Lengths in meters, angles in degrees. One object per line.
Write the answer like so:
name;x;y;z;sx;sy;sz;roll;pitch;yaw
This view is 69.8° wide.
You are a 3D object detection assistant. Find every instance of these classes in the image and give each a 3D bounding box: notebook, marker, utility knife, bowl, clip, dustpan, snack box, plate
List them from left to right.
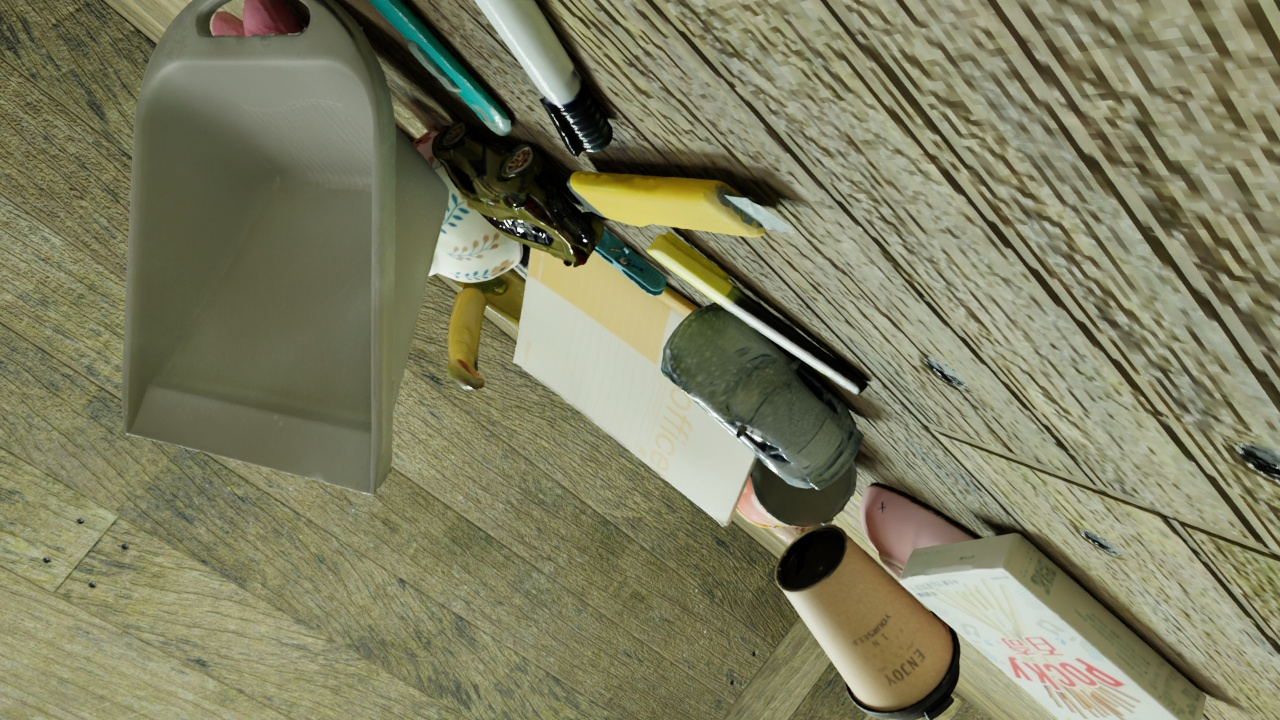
dustpan;-0.234;-0.081;0.548;0.223;0.257;0.142;8;159;25
utility knife;-0.112;-0.159;0.430;0.160;0.013;0.029;44;171;-39
bowl;-0.143;-0.100;0.658;0.113;0.062;0.114;42;158;21
marker;-0.042;-0.113;0.314;0.018;0.022;0.130;42;177;32
clip;-0.008;-0.059;0.548;0.057;0.014;0.046;38;172;1
notebook;-0.004;0.004;0.610;0.206;0.010;0.146;37;136;22
utility knife;0.011;-0.066;0.380;0.033;0.015;0.173;36;175;-29
marker;0.057;-0.022;0.441;0.124;0.015;0.018;35;175;3
plate;0.229;0.161;0.647;0.192;0.039;0.192;38;174;4
snack box;0.234;0.160;0.528;0.157;0.026;0.085;41;150;-9

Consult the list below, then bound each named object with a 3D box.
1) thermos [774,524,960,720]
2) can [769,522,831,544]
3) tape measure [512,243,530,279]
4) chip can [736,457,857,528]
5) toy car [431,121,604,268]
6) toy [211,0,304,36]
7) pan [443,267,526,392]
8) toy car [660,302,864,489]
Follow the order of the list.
thermos;0.164;0.189;0.665;0.143;0.093;0.093;49;171;-19
can;0.125;0.129;0.927;0.147;0.058;0.058;40;174;-12
tape measure;-0.087;-0.085;0.723;0.066;0.033;0.066;39;175;20
chip can;0.108;0.091;0.695;0.073;0.073;0.217;38;173;9
toy car;-0.078;-0.100;0.545;0.070;0.042;0.158;44;174;-40
toy;-0.232;-0.169;0.661;0.179;0.074;0.195;15;136;50
pan;-0.157;-0.064;0.821;0.197;0.078;0.357;37;-176;-25
toy car;0.066;0.020;0.500;0.120;0.054;0.037;41;177;-8
